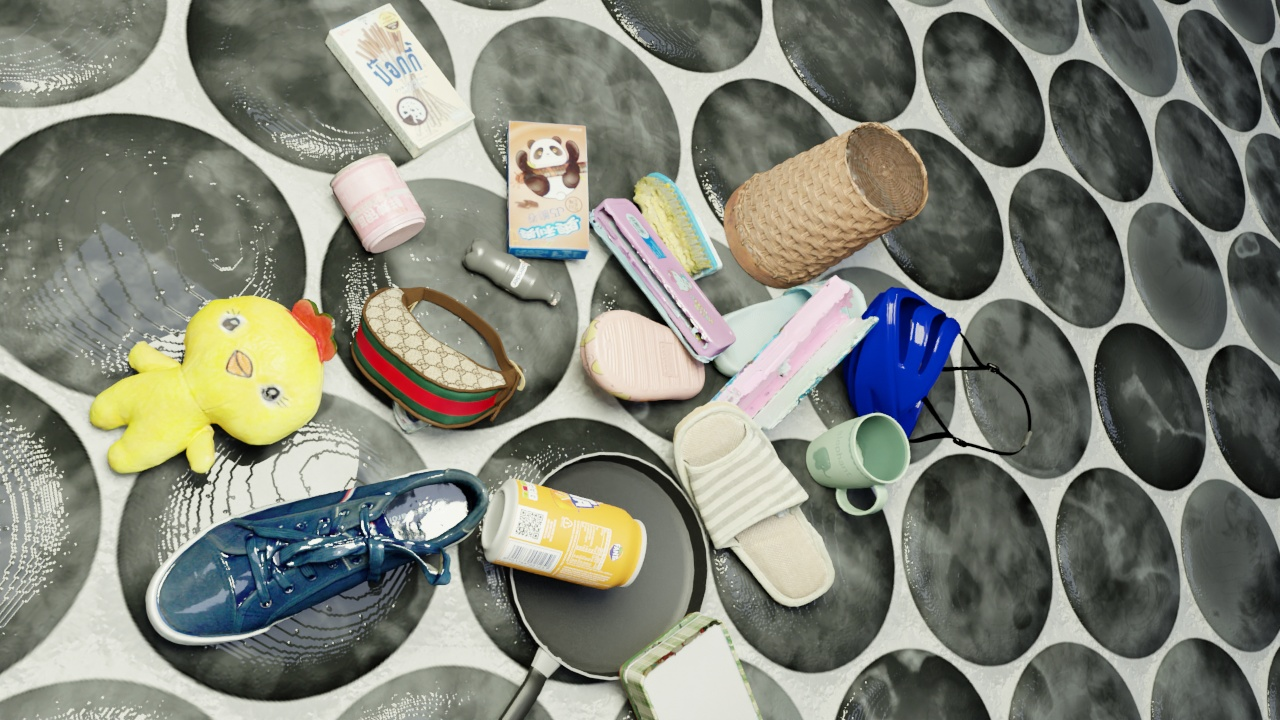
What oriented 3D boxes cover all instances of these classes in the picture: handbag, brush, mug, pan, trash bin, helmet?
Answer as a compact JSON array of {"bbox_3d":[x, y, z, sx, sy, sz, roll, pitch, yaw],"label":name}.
[{"bbox_3d":[-0.189,-0.009,0.887,0.166,0.063,0.138,37,38,8],"label":"handbag"},{"bbox_3d":[0.043,-0.159,1.083,0.075,0.056,0.136,-25,88,-55],"label":"brush"},{"bbox_3d":[0.254,0.127,1.083,0.084,0.104,0.111,-3,76,-30],"label":"mug"},{"bbox_3d":[-0.066,0.254,0.910,0.225,0.034,0.355,43,60,-11],"label":"pan"},{"bbox_3d":[0.218,-0.189,1.094,0.151,0.211,0.151,9,70,-27],"label":"trash bin"},{"bbox_3d":[0.355,0.023,1.091,0.228,0.242,0.147,20,54,26],"label":"helmet"}]

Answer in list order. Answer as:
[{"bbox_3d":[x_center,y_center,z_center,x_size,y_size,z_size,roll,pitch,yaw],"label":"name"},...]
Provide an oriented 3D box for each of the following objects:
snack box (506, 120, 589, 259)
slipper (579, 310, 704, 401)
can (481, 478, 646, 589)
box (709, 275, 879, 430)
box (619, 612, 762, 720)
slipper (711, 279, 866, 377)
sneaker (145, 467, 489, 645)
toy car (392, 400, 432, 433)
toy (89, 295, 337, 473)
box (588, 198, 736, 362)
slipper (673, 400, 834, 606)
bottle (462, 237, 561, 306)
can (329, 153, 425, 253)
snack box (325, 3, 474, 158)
[{"bbox_3d":[-0.103,-0.187,1.007,0.087,0.034,0.151,0,75,-12],"label":"snack box"},{"bbox_3d":[-0.006,0.006,0.996,0.197,0.082,0.093,12,69,-52],"label":"slipper"},{"bbox_3d":[-0.073,0.166,0.866,0.142,0.079,0.079,19,67,-22],"label":"can"},{"bbox_3d":[0.168,0.018,1.024,0.230,0.085,0.077,-45,65,-7],"label":"box"},{"bbox_3d":[0.063,0.369,0.920,0.117,0.050,0.205,-28,101,-30],"label":"box"},{"bbox_3d":[0.190,-0.039,1.115,0.244,0.074,0.104,-16,84,-30],"label":"slipper"},{"bbox_3d":[-0.258,0.161,0.780,0.293,0.127,0.120,-17,83,-30],"label":"sneaker"},{"bbox_3d":[-0.199,0.039,0.903,0.089,0.027,0.038,-26,87,-32],"label":"toy car"},{"bbox_3d":[-0.360,0.021,0.788,0.207,0.092,0.134,-27,83,-23],"label":"toy"},{"bbox_3d":[0.023,-0.089,1.024,0.214,0.036,0.076,53,26,8],"label":"box"},{"bbox_3d":[0.127,0.164,0.990,0.114,0.054,0.273,-28,111,10],"label":"slipper"},{"bbox_3d":[-0.134,-0.090,0.972,0.110,0.036,0.036,29,63,-19],"label":"bottle"},{"bbox_3d":[-0.258,-0.154,0.904,0.067,0.067,0.076,-30,91,-32],"label":"can"},{"bbox_3d":[-0.253,-0.297,0.972,0.081,0.026,0.150,-40,96,-31],"label":"snack box"}]
